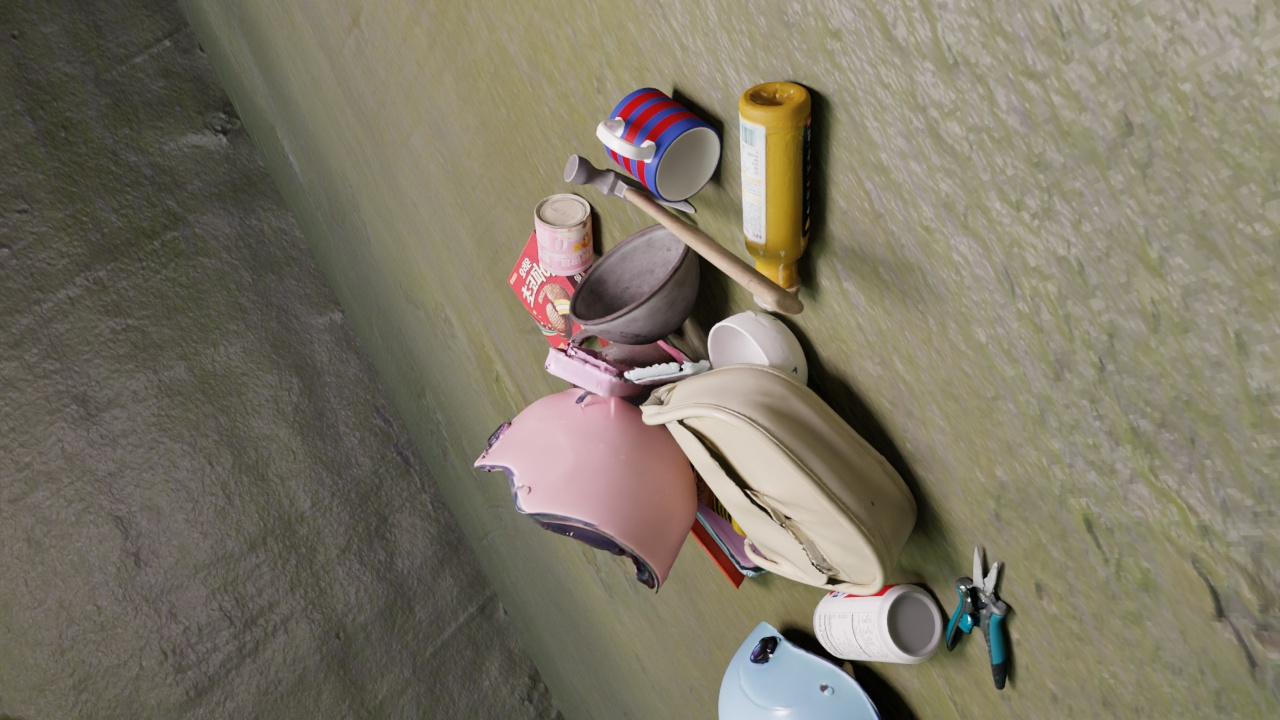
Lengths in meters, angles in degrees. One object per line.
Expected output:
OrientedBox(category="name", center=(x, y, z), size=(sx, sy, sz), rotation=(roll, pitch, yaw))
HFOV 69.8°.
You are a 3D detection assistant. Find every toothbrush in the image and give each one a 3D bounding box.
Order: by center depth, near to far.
OrientedBox(category="toothbrush", center=(0.049, 0.003, 1.043), size=(0.135, 0.016, 0.022), rotation=(49, 154, 22))

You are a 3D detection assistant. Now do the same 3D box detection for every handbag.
OrientedBox(category="handbag", center=(0.109, 0.118, 0.805), size=(0.185, 0.131, 0.229), rotation=(-18, 111, 47))

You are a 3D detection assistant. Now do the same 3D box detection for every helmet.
OrientedBox(category="helmet", center=(-0.044, 0.115, 0.961), size=(0.230, 0.152, 0.256), rotation=(32, 173, -12))
OrientedBox(category="helmet", center=(0.182, 0.425, 1.056), size=(0.225, 0.166, 0.266), rotation=(60, 168, -21))

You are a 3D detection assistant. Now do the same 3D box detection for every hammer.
OrientedBox(category="hammer", center=(0.041, -0.109, 0.771), size=(0.331, 0.119, 0.031), rotation=(45, 116, 57))

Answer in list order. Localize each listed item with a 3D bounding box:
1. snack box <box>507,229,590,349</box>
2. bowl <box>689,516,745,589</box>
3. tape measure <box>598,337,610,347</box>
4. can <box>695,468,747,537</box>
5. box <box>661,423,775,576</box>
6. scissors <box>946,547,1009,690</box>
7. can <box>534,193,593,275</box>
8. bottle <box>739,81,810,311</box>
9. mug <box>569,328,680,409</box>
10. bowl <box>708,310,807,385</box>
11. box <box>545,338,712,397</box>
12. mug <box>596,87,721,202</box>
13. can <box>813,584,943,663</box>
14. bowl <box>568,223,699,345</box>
OrientedBox(category="snack box", center=(-0.108, -0.090, 1.207), size=(0.132, 0.035, 0.152), rotation=(55, 152, 5))
OrientedBox(category="bowl", center=(0.094, 0.223, 1.135), size=(0.122, 0.035, 0.122), rotation=(51, 175, 6))
OrientedBox(category="tape measure", center=(-0.032, -0.032, 1.163), size=(0.051, 0.019, 0.059), rotation=(56, 149, 18))
OrientedBox(category="can", center=(0.100, 0.100, 0.952), size=(0.101, 0.072, 0.131), rotation=(27, 126, 57))
OrientedBox(category="box", center=(0.097, 0.148, 1.083), size=(0.214, 0.090, 0.092), rotation=(50, -163, 25))
OrientedBox(category="scissors", center=(0.291, 0.226, 0.789), size=(0.120, 0.019, 0.151), rotation=(56, 154, 15))
OrientedBox(category="can", center=(-0.090, -0.149, 1.093), size=(0.067, 0.067, 0.076), rotation=(44, 151, 35))
OrientedBox(category="bottle", center=(0.108, -0.124, 0.733), size=(0.053, 0.053, 0.186), rotation=(39, 148, 42))
OrientedBox(category="mug", center=(-0.028, 0.008, 1.090), size=(0.123, 0.110, 0.096), rotation=(57, 151, 12))
OrientedBox(category="bowl", center=(0.115, 0.001, 0.858), size=(0.105, 0.054, 0.105), rotation=(48, 155, 31))
OrientedBox(category="box", center=(-0.006, 0.015, 0.924), size=(0.201, 0.156, 0.059), rotation=(12, -93, -82))
OrientedBox(category="mug", center=(0.006, -0.190, 0.801), size=(0.076, 0.111, 0.075), rotation=(45, 122, 34))
OrientedBox(category="can", center=(0.226, 0.254, 0.888), size=(0.070, 0.070, 0.132), rotation=(60, 157, 4))
OrientedBox(category="bowl", center=(0.005, -0.066, 0.923), size=(0.067, 0.144, 0.145), rotation=(50, 164, -28))
